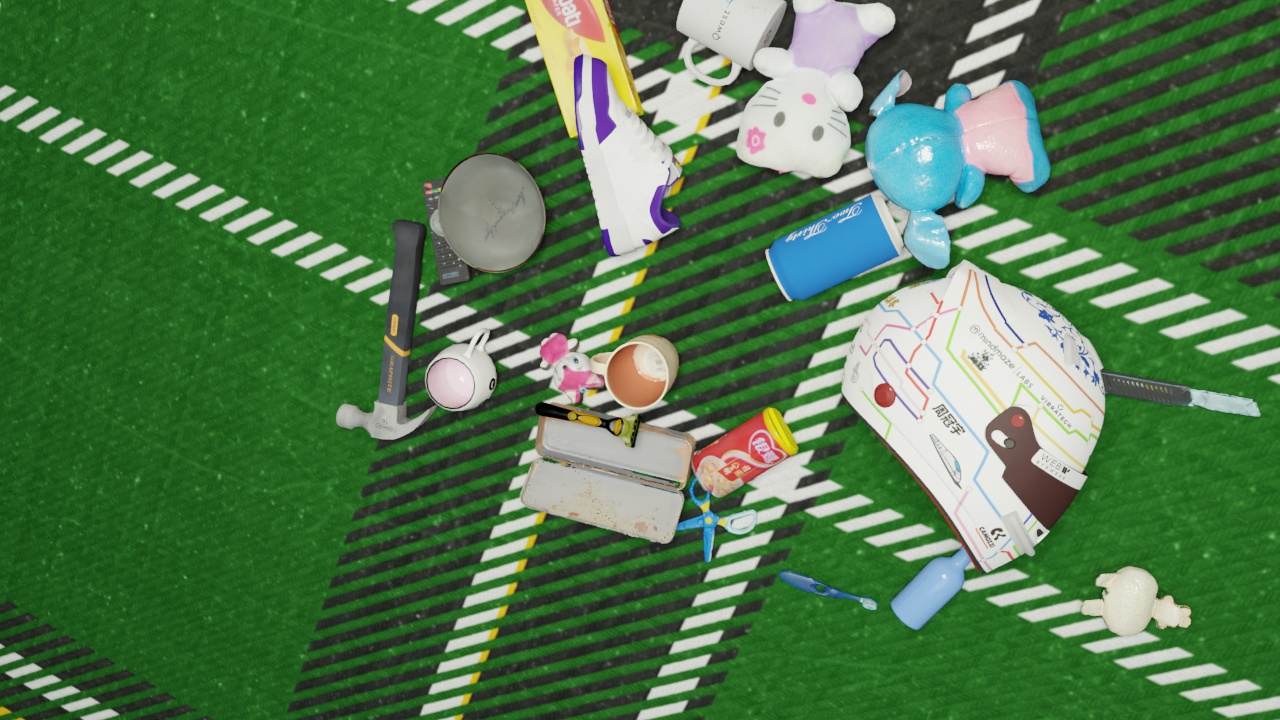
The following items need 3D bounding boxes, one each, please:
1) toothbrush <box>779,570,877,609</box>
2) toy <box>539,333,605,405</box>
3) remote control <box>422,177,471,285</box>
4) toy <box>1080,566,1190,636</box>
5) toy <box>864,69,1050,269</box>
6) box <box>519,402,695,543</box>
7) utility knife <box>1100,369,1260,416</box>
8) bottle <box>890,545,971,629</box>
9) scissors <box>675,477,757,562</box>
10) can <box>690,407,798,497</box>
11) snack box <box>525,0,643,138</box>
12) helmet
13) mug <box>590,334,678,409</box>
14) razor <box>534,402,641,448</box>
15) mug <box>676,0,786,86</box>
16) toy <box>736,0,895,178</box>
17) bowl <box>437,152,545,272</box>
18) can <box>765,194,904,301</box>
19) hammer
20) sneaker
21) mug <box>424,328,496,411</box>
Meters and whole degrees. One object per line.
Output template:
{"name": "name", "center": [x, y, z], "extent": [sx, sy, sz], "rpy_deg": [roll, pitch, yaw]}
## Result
{"name": "toothbrush", "center": [0.246, 0.302, 1.204], "extent": [0.132, 0.016, 0.021], "rpy_deg": [16, 104, 10]}
{"name": "toy", "center": [-0.098, 0.011, 1.216], "extent": [0.066, 0.050, 0.102], "rpy_deg": [-39, 85, 24]}
{"name": "remote control", "center": [-0.259, -0.173, 1.231], "extent": [0.045, 0.021, 0.140], "rpy_deg": [-8, 95, 15]}
{"name": "toy", "center": [0.586, 0.288, 1.092], "extent": [0.112, 0.050, 0.087], "rpy_deg": [8, 104, 10]}
{"name": "toy", "center": [0.347, -0.221, 1.006], "extent": [0.191, 0.099, 0.224], "rpy_deg": [-11, 80, 9]}
{"name": "box", "center": [-0.044, 0.148, 1.223], "extent": [0.217, 0.071, 0.156], "rpy_deg": [12, 77, 12]}
{"name": "utility knife", "center": [0.584, 0.035, 1.052], "extent": [0.234, 0.020, 0.029], "rpy_deg": [12, 106, 13]}
{"name": "bottle", "center": [0.374, 0.276, 1.147], "extent": [0.048, 0.048, 0.131], "rpy_deg": [39, 109, 4]}
{"name": "scissors", "center": [0.098, 0.212, 1.227], "extent": [0.131, 0.014, 0.125], "rpy_deg": [6, 103, 16]}
{"name": "can", "center": [0.133, 0.118, 1.166], "extent": [0.125, 0.066, 0.066], "rpy_deg": [-35, 92, 19]}
{"name": "snack box", "center": [-0.071, -0.383, 1.122], "extent": [0.092, 0.042, 0.200], "rpy_deg": [-16, 98, 16]}
{"name": "helmet", "center": [0.378, 0.047, 0.998], "extent": [0.236, 0.230, 0.314], "rpy_deg": [-38, 85, 16]}
{"name": "mug", "center": [-0.007, 0.007, 1.159], "extent": [0.111, 0.104, 0.085], "rpy_deg": [7, 103, 14]}
{"name": "razor", "center": [-0.071, 0.078, 1.202], "extent": [0.144, 0.021, 0.044], "rpy_deg": [12, 87, 14]}
{"name": "mug", "center": [0.096, -0.379, 1.059], "extent": [0.096, 0.082, 0.120], "rpy_deg": [31, 116, 6]}
{"name": "toy", "center": [0.191, -0.313, 1.044], "extent": [0.137, 0.085, 0.209], "rpy_deg": [20, 103, 0]}
{"name": "bowl", "center": [-0.183, -0.192, 1.187], "extent": [0.151, 0.056, 0.151], "rpy_deg": [3, 103, 14]}
{"name": "can", "center": [0.228, -0.131, 1.078], "extent": [0.146, 0.078, 0.079], "rpy_deg": [-25, 95, 19]}
{"name": "hammer", "center": [-0.342, -0.040, 1.277], "extent": [0.139, 0.035, 0.313], "rpy_deg": [12, 105, 10]}
{"name": "sneaker", "center": [-0.010, -0.245, 1.090], "extent": [0.111, 0.091, 0.244], "rpy_deg": [-11, 120, 3]}
{"name": "mug", "center": [-0.232, 0.008, 1.234], "extent": [0.090, 0.076, 0.124], "rpy_deg": [31, 108, 7]}
